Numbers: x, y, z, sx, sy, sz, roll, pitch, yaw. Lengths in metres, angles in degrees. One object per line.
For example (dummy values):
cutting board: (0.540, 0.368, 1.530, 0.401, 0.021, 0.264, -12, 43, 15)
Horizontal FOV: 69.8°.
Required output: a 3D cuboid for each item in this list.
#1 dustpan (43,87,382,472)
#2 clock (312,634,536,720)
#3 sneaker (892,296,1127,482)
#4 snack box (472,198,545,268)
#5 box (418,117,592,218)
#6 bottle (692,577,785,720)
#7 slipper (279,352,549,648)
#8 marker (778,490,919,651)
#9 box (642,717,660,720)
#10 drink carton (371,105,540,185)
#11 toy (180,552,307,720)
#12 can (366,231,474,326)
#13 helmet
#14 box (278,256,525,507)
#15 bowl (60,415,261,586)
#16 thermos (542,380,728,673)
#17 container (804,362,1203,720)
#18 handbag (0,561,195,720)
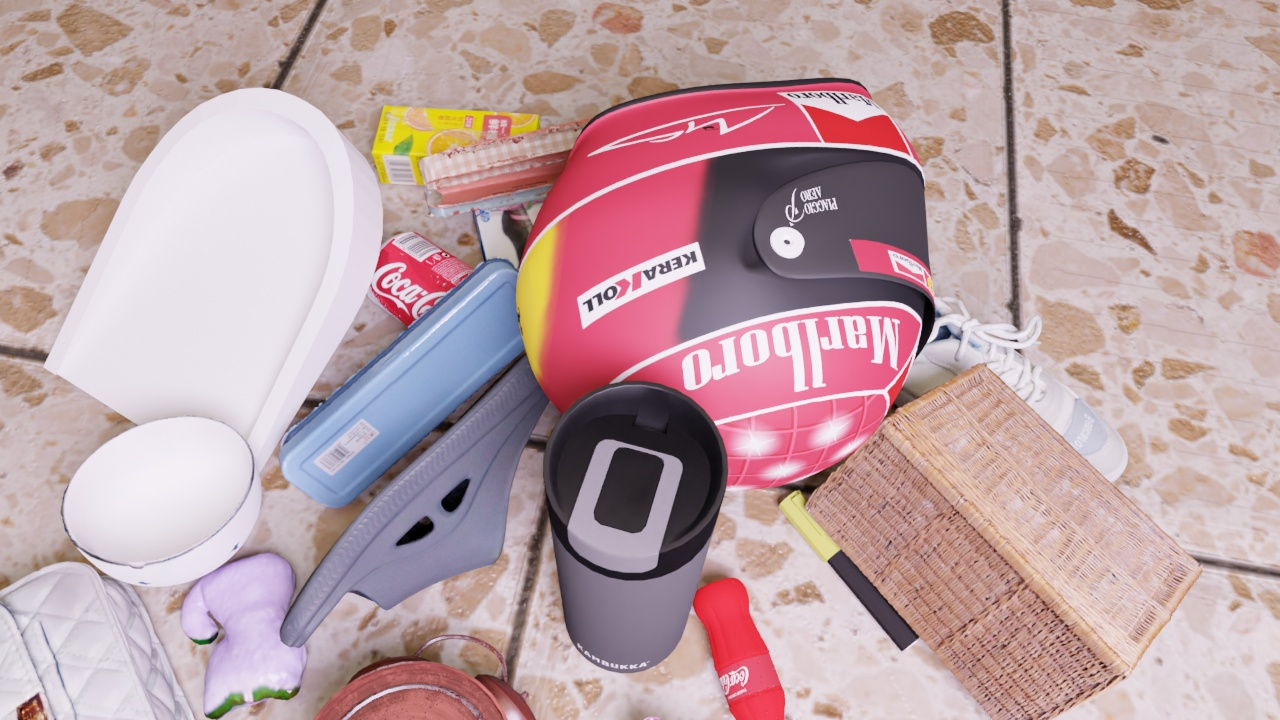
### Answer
dustpan: (-0.299, -0.067, 0.656, 0.191, 0.053, 0.257, 28, 82, 13)
clock: (-0.123, 0.227, 0.520, 0.120, 0.072, 0.157, 12, 51, 6)
sneaker: (0.238, 0.008, 0.656, 0.242, 0.091, 0.089, 33, 63, 15)
snack box: (-0.052, -0.102, 0.744, 0.154, 0.033, 0.088, -13, 62, -9)
box: (-0.083, -0.151, 0.737, 0.188, 0.056, 0.064, -14, 99, -7)
bottle: (0.067, 0.197, 0.572, 0.036, 0.036, 0.119, -15, 62, -10)
slipper: (-0.119, 0.091, 0.603, 0.083, 0.111, 0.267, 45, 61, -7)
marker: (0.140, 0.140, 0.616, 0.017, 0.021, 0.124, -32, 67, -18)
box: (0.073, 0.316, 0.491, 0.230, 0.035, 0.158, 25, 59, 6)
drink carton: (-0.153, -0.181, 0.781, 0.134, 0.043, 0.058, 4, 59, 0)
toy: (-0.251, 0.173, 0.578, 0.080, 0.036, 0.099, -18, 57, -1)
can: (-0.150, -0.047, 0.690, 0.105, 0.064, 0.064, 33, 64, 16)
helmet: (0.063, -0.037, 0.555, 0.270, 0.198, 0.224, -11, 62, -12)
box: (-0.156, 0.012, 0.638, 0.210, 0.068, 0.059, -41, 35, -2)
bowl: (-0.301, 0.098, 0.594, 0.113, 0.063, 0.113, 1, 47, -1)
thermos: (-0.006, 0.105, 0.505, 0.082, 0.241, 0.082, 1, 60, -2)
container: (0.222, 0.111, 0.574, 0.112, 0.114, 0.198, -26, 65, -33)
handbag: (-0.343, 0.219, 0.526, 0.138, 0.073, 0.195, -32, 65, -17)
